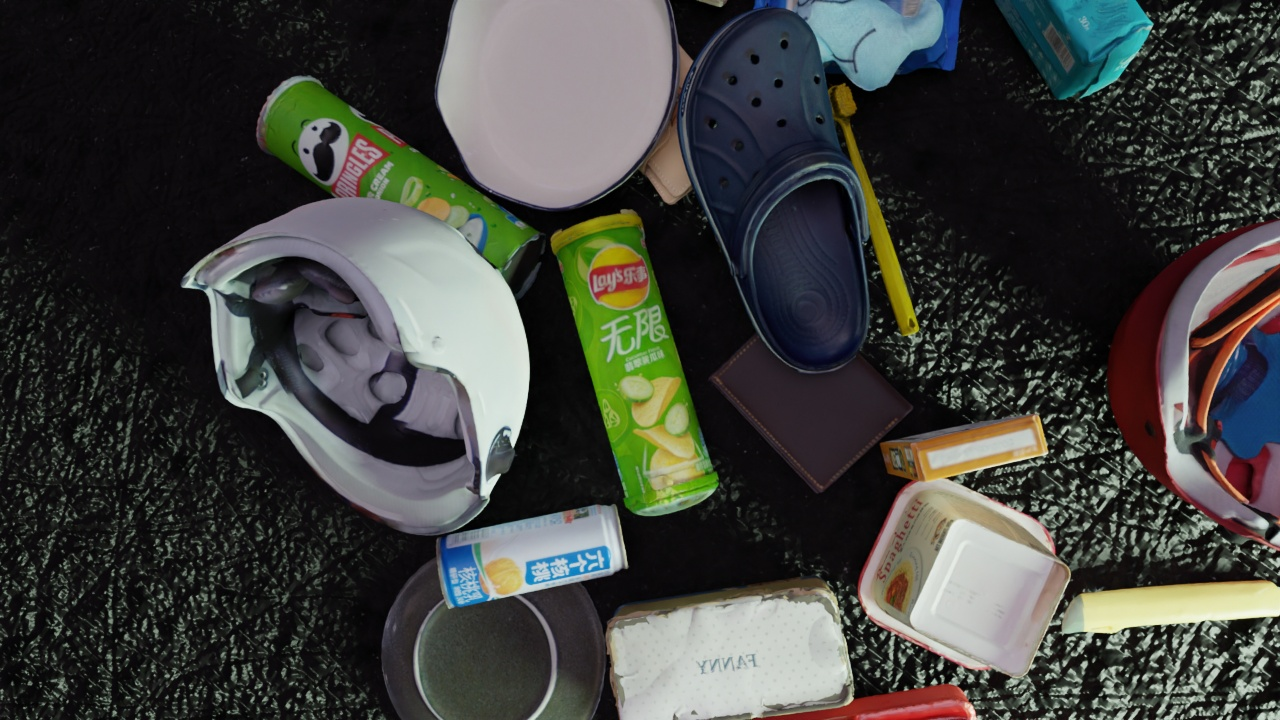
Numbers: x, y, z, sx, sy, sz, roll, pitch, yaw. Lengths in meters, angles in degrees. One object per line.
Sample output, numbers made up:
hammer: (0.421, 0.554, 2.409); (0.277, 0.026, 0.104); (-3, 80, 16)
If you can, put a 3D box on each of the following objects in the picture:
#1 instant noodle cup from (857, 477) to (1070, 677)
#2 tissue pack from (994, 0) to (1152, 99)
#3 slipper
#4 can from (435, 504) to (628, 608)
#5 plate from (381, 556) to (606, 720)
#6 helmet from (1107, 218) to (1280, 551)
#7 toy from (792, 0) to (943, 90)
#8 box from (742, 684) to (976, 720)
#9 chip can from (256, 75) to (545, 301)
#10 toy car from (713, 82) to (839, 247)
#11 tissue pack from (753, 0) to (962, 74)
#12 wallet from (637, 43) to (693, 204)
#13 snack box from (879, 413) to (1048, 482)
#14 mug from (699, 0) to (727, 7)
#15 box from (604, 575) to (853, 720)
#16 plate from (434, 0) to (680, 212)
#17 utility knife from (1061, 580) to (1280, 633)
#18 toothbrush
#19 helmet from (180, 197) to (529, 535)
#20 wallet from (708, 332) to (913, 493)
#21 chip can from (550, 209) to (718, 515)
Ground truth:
instant noodle cup: (0.218, 0.147, 0.612); (0.117, 0.124, 0.116); (24, 89, 9)
tissue pack: (0.296, -0.256, 0.649); (0.050, 0.093, 0.133); (-30, 83, 8)
slipper: (0.096, -0.108, 0.619); (0.105, 0.095, 0.253); (-16, 101, -5)
can: (-0.079, 0.143, 0.679); (0.134, 0.053, 0.053); (-11, 84, -4)
plate: (-0.116, 0.229, 0.703); (0.179, 0.024, 0.179); (-1, 86, 8)
helmet: (0.413, 0.020, 0.590); (0.240, 0.144, 0.207); (42, 92, -5)
toy: (0.144, -0.281, 0.639); (0.161, 0.049, 0.156); (25, 96, 7)
box: (0.146, 0.316, 0.650); (0.201, 0.059, 0.161); (-13, 96, 6)
chip can: (-0.185, -0.131, 0.717); (0.236, 0.072, 0.072); (35, 91, 8)
toy car: (0.101, -0.145, 0.692); (0.071, 0.041, 0.155); (18, 86, 9)
tissue pack: (0.162, -0.264, 0.688); (0.157, 0.052, 0.095); (4, 88, 8)
wallet: (0.021, -0.181, 0.696); (0.087, 0.024, 0.115); (-42, 64, 18)
snack box: (0.206, 0.058, 0.606); (0.075, 0.153, 0.026); (-14, 83, 6)
mug: (0.022, -0.319, 0.682); (0.106, 0.114, 0.082); (22, 114, 7)
box: (0.056, 0.213, 0.663); (0.184, 0.062, 0.089); (-8, 84, 9)
plate: (-0.059, -0.214, 0.690); (0.205, 0.045, 0.205); (3, 97, 26)
utility knife: (0.380, 0.173, 0.642); (0.167, 0.018, 0.031); (-5, 89, 9)
toothbrush: (0.171, -0.109, 0.670); (0.015, 0.016, 0.190); (-20, 98, -9)
helmet: (-0.172, -0.008, 0.648); (0.229, 0.259, 0.145); (14, 48, 23)
wallet: (0.126, 0.025, 0.688); (0.096, 0.020, 0.122); (-44, 82, 7)
chip can: (-0.004, 0.004, 0.680); (0.072, 0.072, 0.221); (-17, 83, 6)
